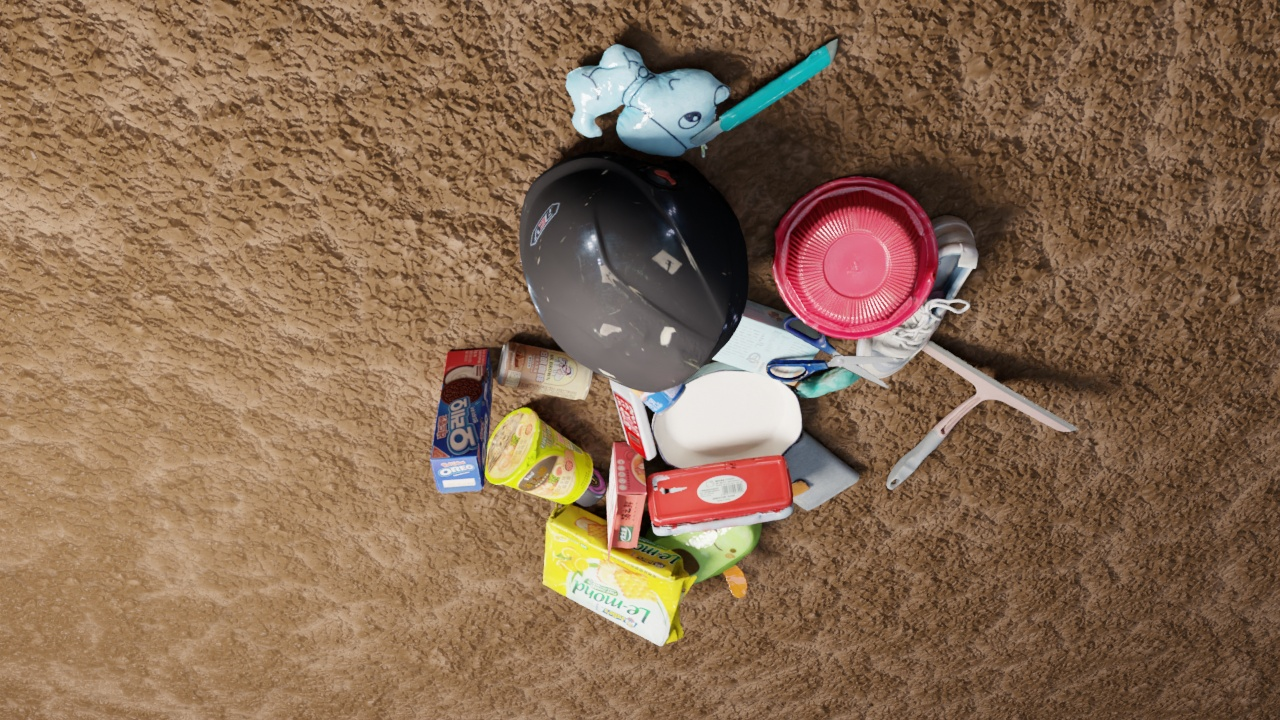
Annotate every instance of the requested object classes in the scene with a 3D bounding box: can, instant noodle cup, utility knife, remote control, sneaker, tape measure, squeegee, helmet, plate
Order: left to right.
[{"bbox_3d":[-0.133,0.140,1.262,0.112,0.111,0.123,-39,129,24],"label":"instant noodle cup"},{"bbox_3d":[-0.124,0.014,1.186,0.116,0.058,0.059,12,126,-13],"label":"can"},{"bbox_3d":[-0.079,0.181,1.324,0.057,0.057,0.039,33,119,-30],"label":"tape measure"},{"bbox_3d":[-0.010,-0.095,1.007,0.274,0.229,0.234,31,118,-17],"label":"helmet"},{"bbox_3d":[-0.010,0.077,1.248,0.020,0.056,0.136,-32,132,-21],"label":"remote control"},{"bbox_3d":[-0.007,0.007,1.169,0.134,0.053,0.053,43,116,-9],"label":"can"},{"bbox_3d":[0.118,0.081,1.267,0.205,0.045,0.205,-2,129,-3],"label":"plate"},{"bbox_3d":[0.132,-0.282,0.977,0.187,0.013,0.029,-33,142,3],"label":"utility knife"},{"bbox_3d":[0.247,-0.113,1.061,0.194,0.065,0.194,3,105,11],"label":"instant noodle cup"},{"bbox_3d":[0.350,-0.057,1.146,0.089,0.090,0.243,12,127,-12],"label":"sneaker"},{"bbox_3d":[0.432,0.103,1.313,0.247,0.040,0.250,30,127,-6],"label":"squeegee"}]

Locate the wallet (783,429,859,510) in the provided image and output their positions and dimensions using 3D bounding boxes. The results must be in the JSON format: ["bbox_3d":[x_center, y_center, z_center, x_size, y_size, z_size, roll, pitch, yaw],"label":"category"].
[{"bbox_3d":[0.242,0.168,1.351,0.129,0.037,0.107,36,117,-28],"label":"wallet"}]

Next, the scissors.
[{"bbox_3d":[0.236,0.000,1.155,0.163,0.012,0.162,-31,116,22],"label":"scissors"}]

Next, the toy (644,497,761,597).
[{"bbox_3d":[0.081,0.281,1.391,0.247,0.089,0.227,-34,110,26],"label":"toy"}]

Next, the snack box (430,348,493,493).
[{"bbox_3d":[-0.215,0.069,1.128,0.058,0.207,0.057,-4,129,-2],"label":"snack box"}]

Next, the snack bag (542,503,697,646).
[{"bbox_3d":[-0.037,0.314,1.369,0.247,0.068,0.158,23,131,19],"label":"snack bag"}]

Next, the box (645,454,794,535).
[{"bbox_3d":[0.112,0.194,1.293,0.201,0.095,0.098,-9,165,5],"label":"box"}]

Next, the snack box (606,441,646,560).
[{"bbox_3d":[-0.021,0.199,1.297,0.044,0.127,0.113,4,129,-7],"label":"snack box"}]

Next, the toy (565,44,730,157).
[{"bbox_3d":[0.011,-0.270,0.978,0.162,0.049,0.156,-28,125,19],"label":"toy"}]

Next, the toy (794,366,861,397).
[{"bbox_3d":[0.247,0.030,1.234,0.092,0.030,0.096,-25,162,27],"label":"toy"}]

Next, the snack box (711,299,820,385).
[{"bbox_3d":[0.140,-0.032,1.175,0.174,0.051,0.074,17,123,-18],"label":"snack box"}]
